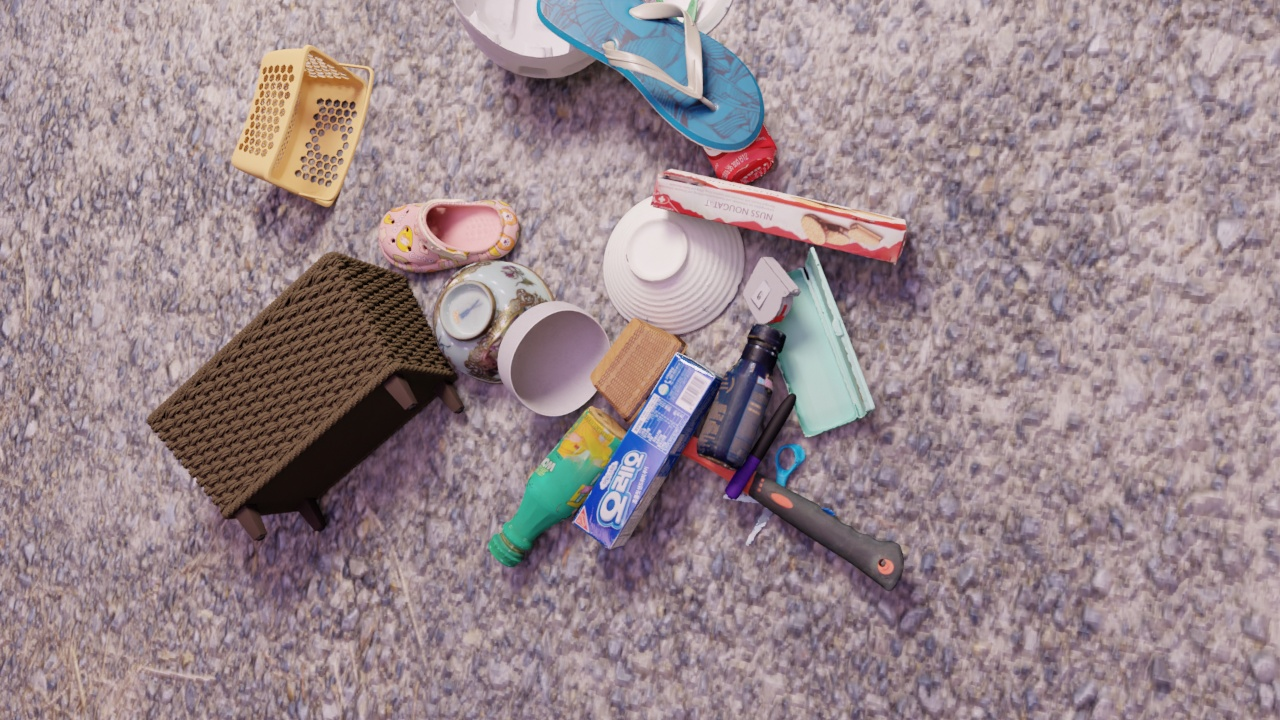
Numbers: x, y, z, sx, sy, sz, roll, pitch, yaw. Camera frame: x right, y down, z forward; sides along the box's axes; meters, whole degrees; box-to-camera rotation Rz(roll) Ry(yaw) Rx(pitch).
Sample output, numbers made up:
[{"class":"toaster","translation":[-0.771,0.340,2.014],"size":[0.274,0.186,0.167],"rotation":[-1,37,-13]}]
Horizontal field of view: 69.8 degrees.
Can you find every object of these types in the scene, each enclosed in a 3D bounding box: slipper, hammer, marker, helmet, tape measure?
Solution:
[{"class":"slipper","translation":[-0.254,-0.164,1.167],"size":[0.197,0.081,0.093],"rotation":[-1,84,16]},{"class":"hammer","translation":[0.137,0.145,1.010],"size":[0.333,0.033,0.133],"rotation":[29,92,24]},{"class":"marker","translation":[0.131,0.093,0.998],"size":[0.018,0.015,0.134],"rotation":[29,86,50]},{"class":"helmet","translation":[-0.117,-0.484,1.098],"size":[0.224,0.184,0.282],"rotation":[0,102,-9]},{"class":"tape measure","translation":[0.142,-0.074,1.011],"size":[0.060,0.020,0.062],"rotation":[58,138,35]},{"class":"slipper","translation":[0.017,-0.344,1.007],"size":[0.295,0.060,0.118],"rotation":[35,74,4]}]

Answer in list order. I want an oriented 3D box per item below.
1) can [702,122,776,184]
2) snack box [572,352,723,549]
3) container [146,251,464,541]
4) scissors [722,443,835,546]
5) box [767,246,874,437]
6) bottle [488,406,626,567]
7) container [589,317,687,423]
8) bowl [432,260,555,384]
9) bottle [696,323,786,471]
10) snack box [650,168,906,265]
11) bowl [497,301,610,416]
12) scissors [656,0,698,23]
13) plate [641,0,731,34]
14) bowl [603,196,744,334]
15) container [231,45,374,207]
[{"class":"can","translation":[0.099,-0.279,1.067],"size":[0.074,0.074,0.142],"rotation":[-27,75,13]},{"class":"snack box","translation":[0.011,0.101,1.022],"size":[0.059,0.059,0.226],"rotation":[32,94,19]},{"class":"container","translation":[-0.396,0.058,1.137],"size":[0.321,0.176,0.205],"rotation":[-40,76,9]},{"class":"scissors","translation":[0.159,0.160,1.022],"size":[0.129,0.014,0.127],"rotation":[37,97,21]},{"class":"box","translation":[0.186,-0.016,1.001],"size":[0.078,0.110,0.187],"rotation":[-18,79,-3]},{"class":"bottle","translation":[-0.099,0.153,1.079],"size":[0.068,0.068,0.210],"rotation":[42,97,18]},{"class":"container","translation":[-0.006,0.006,1.058],"size":[0.061,0.063,0.114],"rotation":[36,95,-15]},{"class":"bowl","translation":[-0.192,-0.054,1.124],"size":[0.160,0.094,0.159],"rotation":[-3,81,18]},{"class":"bottle","translation":[0.112,0.038,0.996],"size":[0.056,0.056,0.160],"rotation":[20,82,19]},{"class":"snack box","translation":[0.152,-0.163,1.007],"size":[0.273,0.076,0.044],"rotation":[15,111,10]},{"class":"bowl","translation":[-0.107,-0.007,1.079],"size":[0.064,0.131,0.132],"rotation":[33,94,52]},{"class":"scissors","translation":[0.060,-0.391,1.117],"size":[0.121,0.012,0.128],"rotation":[20,102,12]},{"class":"plate","translation":[0.042,-0.467,1.143],"size":[0.157,0.014,0.157],"rotation":[-2,83,18]},{"class":"bowl","translation":[0.028,-0.122,1.073],"size":[0.177,0.071,0.177],"rotation":[-3,82,18]},{"class":"container","translation":[-0.431,-0.307,1.218],"size":[0.167,0.129,0.183],"rotation":[15,87,26]}]
